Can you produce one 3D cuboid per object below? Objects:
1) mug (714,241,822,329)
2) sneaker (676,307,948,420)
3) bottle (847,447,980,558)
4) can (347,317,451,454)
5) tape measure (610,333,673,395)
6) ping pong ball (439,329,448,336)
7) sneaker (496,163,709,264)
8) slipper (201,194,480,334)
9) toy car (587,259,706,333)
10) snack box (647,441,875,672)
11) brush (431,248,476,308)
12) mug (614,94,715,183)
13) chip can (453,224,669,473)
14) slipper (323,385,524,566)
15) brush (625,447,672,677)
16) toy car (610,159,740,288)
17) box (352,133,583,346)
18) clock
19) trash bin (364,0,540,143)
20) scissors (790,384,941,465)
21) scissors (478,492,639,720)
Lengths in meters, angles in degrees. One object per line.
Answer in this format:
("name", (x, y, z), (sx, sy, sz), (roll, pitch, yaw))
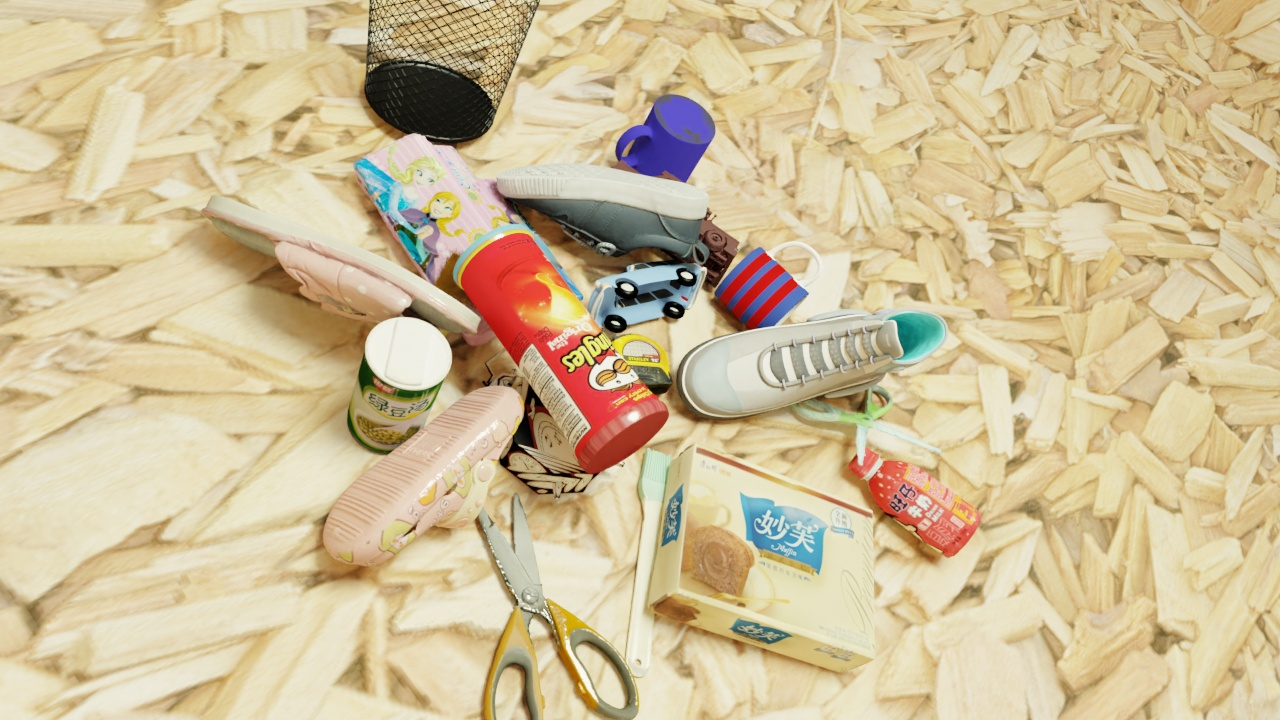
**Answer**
("mug", (0.147, -0.088, 1.022), (0.076, 0.112, 0.075), (45, 12, 8))
("sneaker", (0.173, -0.003, 0.917), (0.256, 0.161, 0.093), (-12, 87, -21))
("bottle", (0.282, 0.142, 0.961), (0.137, 0.062, 0.061), (36, 50, 8))
("can", (-0.203, 0.023, 0.762), (0.067, 0.121, 0.067), (13, 54, -18))
("tape measure", (-0.005, 0.005, 0.927), (0.065, 0.037, 0.064), (-4, 61, -31))
("ping pong ball", (-0.198, -0.036, 0.858), (0.040, 0.040, 0.040), (13, 54, -18))
("sneaker", (-0.040, -0.155, 0.977), (0.236, 0.087, 0.089), (12, 24, 10))
("slipper", (-0.265, -0.071, 0.796), (0.274, 0.114, 0.054), (23, 81, 13))
("toy car", (0.003, -0.072, 0.969), (0.153, 0.056, 0.055), (-15, 48, -39))
("snack box", (0.118, 0.182, 0.848), (0.207, 0.055, 0.153), (22, 52, -17))
("brush", (-0.129, -0.063, 0.864), (0.126, 0.017, 0.048), (23, 68, 2))
("mug", (0.023, -0.257, 1.090), (0.111, 0.084, 0.079), (-9, 63, -31))
("chip can", (-0.071, -0.012, 0.787), (0.086, 0.087, 0.213), (-24, 67, -36))
("slipper", (-0.162, 0.104, 0.751), (0.196, 0.093, 0.081), (-44, 120, -25))
("brush", (0.007, 0.178, 0.834), (0.033, 0.012, 0.217), (18, 54, -15))
("toy car", (0.036, -0.160, 1.040), (0.170, 0.070, 0.061), (35, 49, 5))
("box", (-0.168, -0.135, 0.930), (0.160, 0.062, 0.230), (-26, 72, -37))
("clock", (-0.082, 0.044, 0.844), (0.114, 0.065, 0.154), (-23, 71, -36))
("trash bin", (-0.198, -0.354, 0.952), (0.184, 0.211, 0.183), (14, 46, -15))
("scissors", (0.242, 0.067, 0.996), (0.173, 0.021, 0.171), (24, 29, 7))
("scissors", (-0.096, 0.216, 0.752), (0.174, 0.016, 0.225), (-26, 72, -37))
